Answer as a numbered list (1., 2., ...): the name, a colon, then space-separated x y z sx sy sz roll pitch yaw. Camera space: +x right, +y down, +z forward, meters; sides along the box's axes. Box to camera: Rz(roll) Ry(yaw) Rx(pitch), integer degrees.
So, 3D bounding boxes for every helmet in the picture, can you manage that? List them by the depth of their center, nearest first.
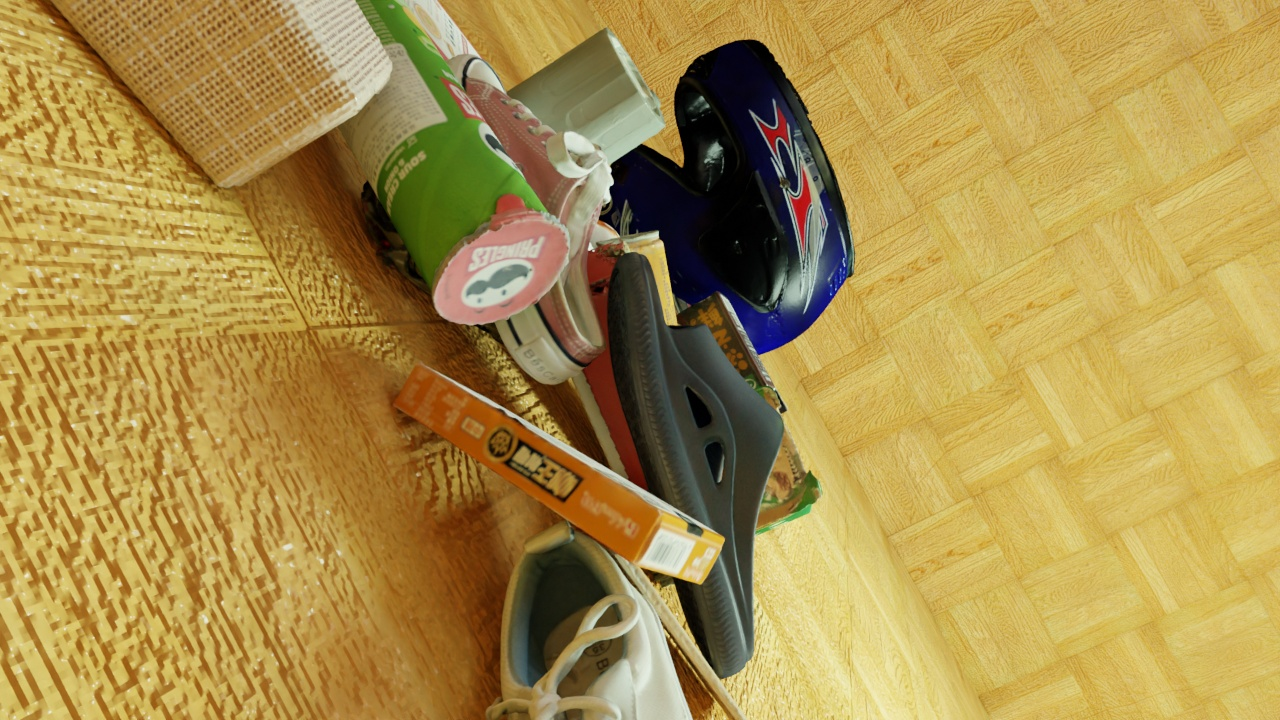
1. helmet: 0.071 -0.150 0.981 0.315 0.240 0.247 66 -7 -16

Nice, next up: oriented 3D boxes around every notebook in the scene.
1. notebook: 0.022 0.160 0.525 0.208 0.008 0.148 57 -10 -17

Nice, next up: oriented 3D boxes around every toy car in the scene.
1. toy car: -0.106 -0.055 0.549 0.158 0.042 0.070 41 23 -52

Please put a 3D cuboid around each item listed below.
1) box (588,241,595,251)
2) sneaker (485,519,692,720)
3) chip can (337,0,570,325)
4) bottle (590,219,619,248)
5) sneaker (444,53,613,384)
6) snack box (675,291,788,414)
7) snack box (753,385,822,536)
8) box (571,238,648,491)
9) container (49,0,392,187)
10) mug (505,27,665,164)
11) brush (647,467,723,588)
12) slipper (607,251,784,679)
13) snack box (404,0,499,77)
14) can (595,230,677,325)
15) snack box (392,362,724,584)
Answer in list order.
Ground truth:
1. box: -0.078 -0.090 0.710 0.184 0.059 0.089 59 14 -13
2. sneaker: -0.012 0.154 0.329 0.242 0.089 0.091 -107 178 -56
3. chip can: -0.122 -0.128 0.477 0.236 0.072 0.072 56 10 25
4. bottle: -0.049 -0.099 0.825 0.108 0.063 0.063 51 16 -37
5. sneaker: -0.058 -0.101 0.542 0.118 0.088 0.240 41 23 -57
6. snack box: 0.059 0.017 0.870 0.125 0.113 0.053 63 14 14
7. snack box: 0.101 0.108 0.842 0.105 0.118 0.118 46 21 -62
8. box: -0.004 0.004 0.651 0.091 0.080 0.168 -100 170 -65
9. container: -0.172 -0.146 0.390 0.111 0.090 0.090 57 13 -26
10. mug: -0.041 -0.175 0.671 0.083 0.103 0.123 61 15 1
11. brush: 0.037 0.109 0.681 0.063 0.073 0.145 57 15 -20
12. slipper: 0.042 0.059 0.559 0.110 0.083 0.268 -142 -143 -76
13. snack box: -0.163 -0.239 0.732 0.127 0.044 0.113 49 16 -39
14. can: 0.002 -0.035 0.789 0.058 0.058 0.146 -56 136 -76
15. snack box: -0.039 0.051 0.424 0.154 0.026 0.075 26 -6 32
